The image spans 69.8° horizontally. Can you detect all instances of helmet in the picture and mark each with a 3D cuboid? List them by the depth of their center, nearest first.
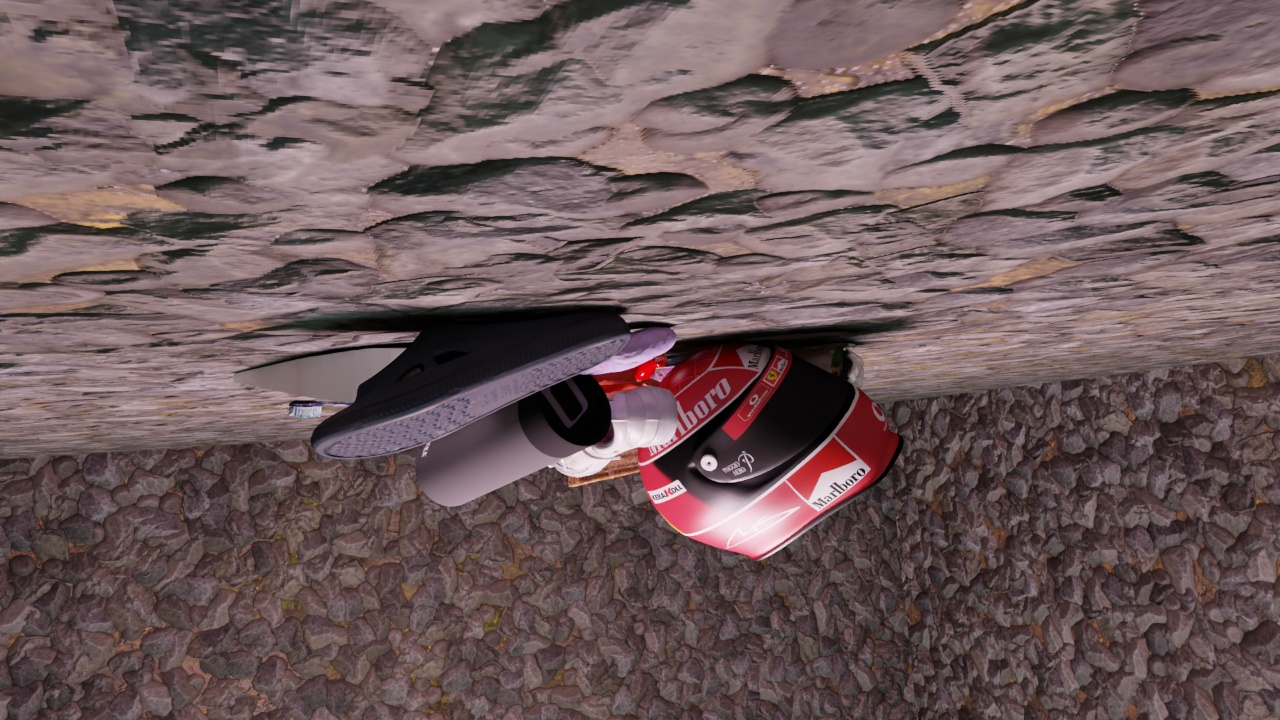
[{"bbox_3d":[0.119,0.086,1.041,0.272,0.224,0.197,-41,-172,27],"label":"helmet"}]

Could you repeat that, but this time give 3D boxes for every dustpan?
[{"bbox_3d":[-0.267,0.008,0.948,0.258,0.053,0.191,6,-177,42],"label":"dustpan"}]

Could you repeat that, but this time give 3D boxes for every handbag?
[{"bbox_3d":[0.184,0.021,1.176,0.195,0.072,0.138,-7,165,25],"label":"handbag"}]

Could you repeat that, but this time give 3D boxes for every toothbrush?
[{"bbox_3d":[-0.250,0.048,0.910,0.188,0.017,0.016,2,-168,-31],"label":"toothbrush"}]

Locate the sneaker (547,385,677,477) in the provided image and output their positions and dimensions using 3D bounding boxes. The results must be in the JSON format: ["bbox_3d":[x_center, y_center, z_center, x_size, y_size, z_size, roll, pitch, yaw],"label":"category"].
[{"bbox_3d":[-0.061,0.075,1.011,0.090,0.089,0.243,4,164,-31],"label":"sneaker"}]

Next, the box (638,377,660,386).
[{"bbox_3d":[0.052,0.054,1.167,0.188,0.056,0.063,24,-150,-12],"label":"box"}]

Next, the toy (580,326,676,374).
[{"bbox_3d":[-0.016,-0.010,0.866,0.100,0.036,0.080,-9,-170,36],"label":"toy"}]

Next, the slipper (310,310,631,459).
[{"bbox_3d":[-0.142,0.000,0.737,0.268,0.083,0.111,-21,169,-9],"label":"slipper"}]

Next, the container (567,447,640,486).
[{"bbox_3d":[-0.037,0.107,1.298,0.113,0.113,0.198,-10,176,8],"label":"container"}]

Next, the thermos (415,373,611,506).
[{"bbox_3d":[-0.137,0.082,0.943,0.082,0.082,0.241,1,160,-43],"label":"thermos"}]

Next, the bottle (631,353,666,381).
[{"bbox_3d":[-0.006,0.006,1.037,0.036,0.036,0.119,-2,173,-29],"label":"bottle"}]

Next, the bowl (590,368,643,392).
[{"bbox_3d":[-0.063,0.010,0.987,0.130,0.045,0.130,-4,174,-1],"label":"bowl"}]

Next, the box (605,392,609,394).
[{"bbox_3d":[-0.132,0.039,1.150,0.210,0.068,0.058,-7,-170,22],"label":"box"}]

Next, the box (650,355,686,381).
[{"bbox_3d":[-0.036,0.026,1.230,0.230,0.035,0.159,-6,175,6],"label":"box"}]
